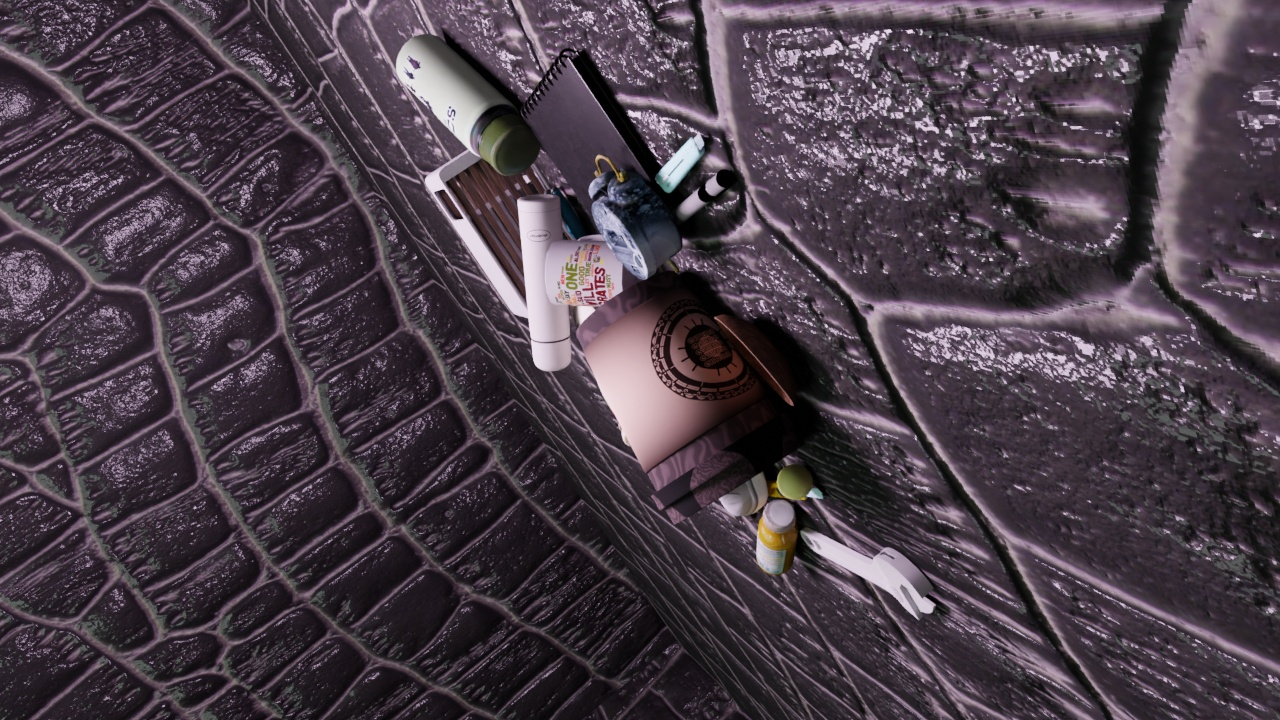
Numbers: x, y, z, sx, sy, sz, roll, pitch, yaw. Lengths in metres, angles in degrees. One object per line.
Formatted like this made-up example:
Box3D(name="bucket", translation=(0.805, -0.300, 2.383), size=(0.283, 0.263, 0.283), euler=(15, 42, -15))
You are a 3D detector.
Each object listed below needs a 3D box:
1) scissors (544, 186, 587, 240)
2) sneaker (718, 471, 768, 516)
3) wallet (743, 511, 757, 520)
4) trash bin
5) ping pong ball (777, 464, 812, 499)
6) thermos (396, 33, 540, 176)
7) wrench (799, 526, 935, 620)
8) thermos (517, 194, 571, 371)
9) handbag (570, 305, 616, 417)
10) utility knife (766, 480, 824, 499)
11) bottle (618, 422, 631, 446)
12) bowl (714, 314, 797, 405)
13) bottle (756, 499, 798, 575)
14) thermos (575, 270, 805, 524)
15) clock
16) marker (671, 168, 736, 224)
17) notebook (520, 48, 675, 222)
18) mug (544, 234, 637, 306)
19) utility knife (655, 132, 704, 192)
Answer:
Box3D(name="scissors", translation=(-0.079, -0.162, 1.182), size=(0.132, 0.019, 0.148), euler=(47, 164, 26))
Box3D(name="sneaker", translation=(0.080, 0.136, 1.147), size=(0.096, 0.128, 0.263), euler=(56, 173, 40))
Box3D(name="wallet", translation=(0.119, 0.167, 1.326), size=(0.120, 0.031, 0.099), euler=(34, 154, 60))
Box3D(name="trash bin", translation=(-0.172, -0.181, 1.238), size=(0.229, 0.114, 0.114), euler=(58, 166, -18))
Box3D(name="ping pong ball", translation=(0.174, 0.137, 1.035), size=(0.040, 0.040, 0.040), euler=(49, 166, 16))
Box3D(name="thermos", translation=(-0.207, -0.312, 1.123), size=(0.231, 0.082, 0.082), euler=(46, 165, 29))
Box3D(name="wrench", translation=(0.251, 0.230, 1.064), size=(0.087, 0.018, 0.273), euler=(57, 167, -15))
Box3D(name="thermos", translation=(-0.120, -0.096, 1.167), size=(0.052, 0.052, 0.224), euler=(32, 130, 57))
Box3D(name="handbag", translation=(-0.007, 0.007, 1.164), size=(0.200, 0.092, 0.200), euler=(49, 153, 47))
Box3D(name="utility knife", translation=(0.181, 0.158, 1.128), size=(0.030, 0.018, 0.207), euler=(45, 164, -5))
Box3D(name="bottle", translation=(-0.016, 0.057, 1.297), size=(0.167, 0.059, 0.059), euler=(-100, -14, -54))
Box3D(name="bowl", translation=(0.118, -0.007, 0.882), size=(0.114, 0.026, 0.102), euler=(49, -179, 28))
Box3D(name="bottle", translation=(0.182, 0.234, 1.221), size=(0.053, 0.053, 0.186), euler=(47, 165, 26))
Box3D(name="thermos", translation=(0.044, 0.034, 0.970), size=(0.226, 0.172, 0.173), euler=(58, 167, 9))
Box3D(name="clock", translation=(-0.010, -0.137, 0.872), size=(0.129, 0.052, 0.090), euler=(58, 168, -23))
Box3D(name="marker", translation=(0.052, -0.141, 0.804), size=(0.016, 0.016, 0.141), euler=(54, 166, -5))
Box3D(name="notebook", translation=(-0.053, -0.219, 0.955), size=(0.169, 0.019, 0.232), euler=(55, 166, -11))
Box3D(name="mug", translation=(-0.053, -0.110, 1.063), size=(0.090, 0.105, 0.074), euler=(3, 135, 13))
Box3D(name="utility knife", translation=(0.037, -0.171, 0.788), size=(0.022, 0.015, 0.120), euler=(55, 163, -2))
